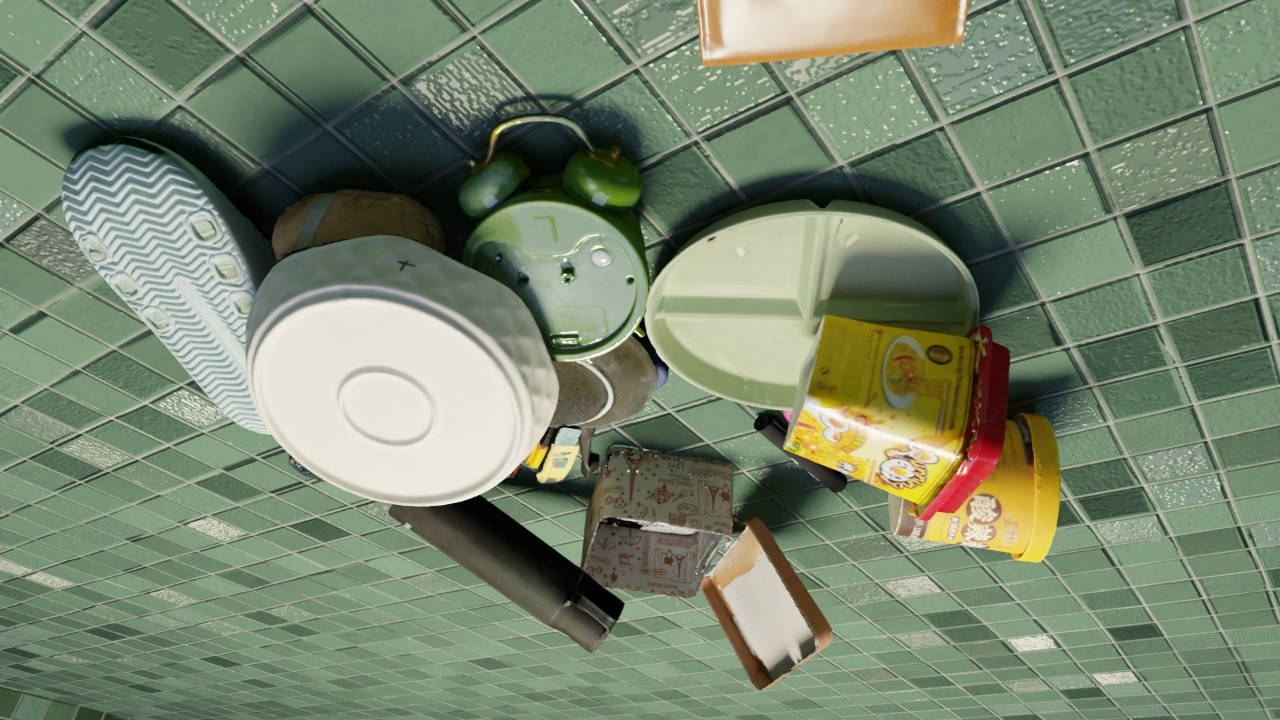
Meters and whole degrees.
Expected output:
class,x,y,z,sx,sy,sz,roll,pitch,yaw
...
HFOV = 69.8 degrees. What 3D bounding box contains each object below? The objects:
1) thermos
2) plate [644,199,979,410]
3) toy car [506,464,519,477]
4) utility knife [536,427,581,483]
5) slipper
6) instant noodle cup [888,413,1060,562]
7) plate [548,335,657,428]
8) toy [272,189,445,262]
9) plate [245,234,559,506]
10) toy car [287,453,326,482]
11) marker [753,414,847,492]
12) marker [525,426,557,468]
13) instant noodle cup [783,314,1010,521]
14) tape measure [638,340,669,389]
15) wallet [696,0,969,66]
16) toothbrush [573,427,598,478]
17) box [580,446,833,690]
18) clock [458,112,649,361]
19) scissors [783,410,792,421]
class,x,y,z,sx,sy,sz,roll,pitch,yaw
thermos,-0.127,0.189,0.896,0.242,0.068,0.090,34,155,1
plate,0.118,-0.033,0.653,0.230,0.027,0.231,5,146,3
toy car,-0.145,0.067,0.832,0.049,0.031,0.106,9,143,27
utility knife,-0.075,0.087,0.839,0.031,0.021,0.209,-3,157,-12
slipper,-0.293,-0.049,0.647,0.104,0.074,0.246,-11,126,14
instant noodle cup,0.266,0.099,0.748,0.114,0.118,0.119,3,146,8
plate,-0.076,0.013,0.705,0.179,0.024,0.180,6,147,3
toy,-0.169,-0.015,0.638,0.144,0.082,0.226,2,129,30
plate,-0.157,0.019,0.589,0.205,0.045,0.205,3,129,3
toy car,-0.281,0.078,0.872,0.121,0.036,0.054,-26,135,24
marker,0.147,0.084,0.829,0.022,0.020,0.132,-32,131,25
marker,-0.085,0.066,0.837,0.015,0.018,0.124,10,145,-15
instant noodle cup,0.171,0.032,0.628,0.124,0.115,0.116,16,147,5
tape measure,-0.004,0.004,0.729,0.054,0.025,0.058,-2,149,8
wallet,0.088,-0.192,0.425,0.131,0.035,0.119,-2,151,10
toothbrush,-0.048,0.052,0.807,0.026,0.027,0.213,44,156,24
box,0.061,0.200,0.908,0.271,0.132,0.180,33,146,10
clock,-0.052,-0.075,0.572,0.116,0.056,0.161,-1,126,9
scissors,0.187,0.051,0.779,0.133,0.017,0.132,22,141,-29
